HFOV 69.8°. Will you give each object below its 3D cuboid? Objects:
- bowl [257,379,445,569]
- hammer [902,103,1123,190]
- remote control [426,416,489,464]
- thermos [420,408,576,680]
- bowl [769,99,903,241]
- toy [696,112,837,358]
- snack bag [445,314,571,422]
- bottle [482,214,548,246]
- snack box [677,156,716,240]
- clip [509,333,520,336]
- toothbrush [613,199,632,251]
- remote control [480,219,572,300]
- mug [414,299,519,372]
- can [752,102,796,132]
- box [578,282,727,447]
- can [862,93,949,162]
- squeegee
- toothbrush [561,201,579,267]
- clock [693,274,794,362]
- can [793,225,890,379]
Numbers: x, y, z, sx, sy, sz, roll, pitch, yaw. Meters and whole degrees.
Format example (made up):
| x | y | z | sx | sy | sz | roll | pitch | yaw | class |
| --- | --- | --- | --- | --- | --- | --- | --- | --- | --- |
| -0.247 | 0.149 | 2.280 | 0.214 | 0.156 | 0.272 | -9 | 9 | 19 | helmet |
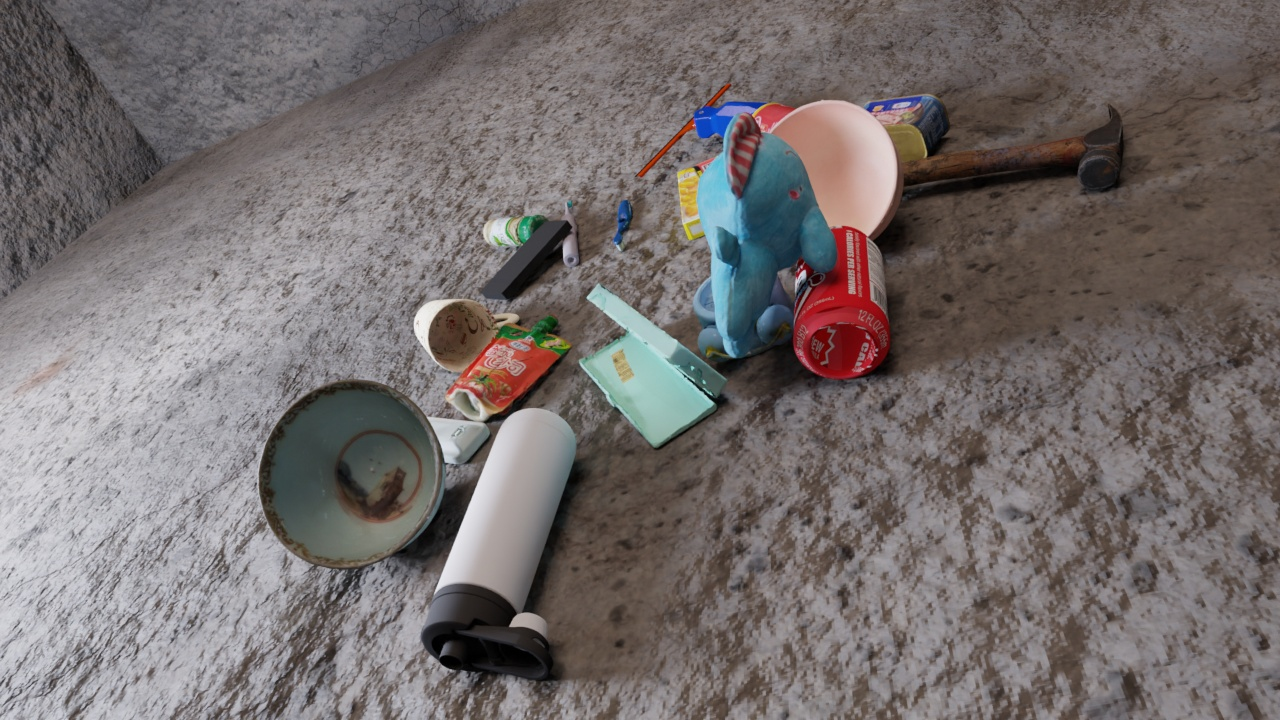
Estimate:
| x | y | z | sx | sy | sz | roll | pitch | yaw | class |
| --- | --- | --- | --- | --- | --- | --- | --- | --- | --- |
| -0.242 | 0.103 | 0.816 | 0.160 | 0.160 | 0.094 | -28 | -10 | -1 | bowl |
| 0.292 | -0.193 | 0.907 | 0.331 | 0.033 | 0.119 | -1 | 36 | 32 | hammer |
| -0.209 | 0.076 | 0.920 | 0.134 | 0.022 | 0.050 | 2 | 42 | 40 | remote control |
| -0.090 | 0.133 | 0.705 | 0.101 | 0.069 | 0.229 | -3 | 38 | 14 | thermos |
| 0.189 | -0.168 | 0.887 | 0.153 | 0.153 | 0.076 | -1 | -1 | 37 | bowl |
| 0.097 | -0.094 | 0.723 | 0.115 | 0.183 | 0.180 | 0 | 67 | 15 | toy |
| -0.132 | 0.001 | 0.959 | 0.087 | 0.044 | 0.154 | 17 | 45 | 25 | snack bag |
| -0.169 | -0.176 | 1.246 | 0.110 | 0.043 | 0.042 | 6 | 44 | 43 | bottle |
| 0.085 | -0.199 | 1.096 | 0.075 | 0.025 | 0.152 | -20 | 32 | 13 | snack box |
| -0.147 | -0.006 | 0.995 | 0.060 | 0.023 | 0.043 | -40 | 37 | -17 | clip |
| -0.022 | -0.171 | 1.152 | 0.021 | 0.016 | 0.132 | -18 | 29 | 15 | toothbrush |
| -0.144 | -0.128 | 1.161 | 0.058 | 0.013 | 0.133 | 10 | 54 | 52 | remote control |
| -0.198 | -0.040 | 1.051 | 0.121 | 0.081 | 0.097 | -17 | 18 | -25 | mug |
| 0.180 | -0.258 | 1.071 | 0.066 | 0.067 | 0.124 | -32 | 31 | -8 | can |
| -0.006 | 0.008 | 0.837 | 0.091 | 0.077 | 0.188 | -54 | 33 | 3 | box |
| 0.274 | -0.247 | 0.993 | 0.100 | 0.054 | 0.058 | 7 | 47 | 45 | can |
| 0.128 | -0.314 | 1.208 | 0.185 | 0.055 | 0.248 | 13 | 48 | 33 | squeegee |
| -0.093 | -0.171 | 1.201 | 0.019 | 0.018 | 0.187 | -25 | 31 | 9 | toothbrush |
| 0.094 | -0.040 | 0.828 | 0.089 | 0.052 | 0.124 | -19 | 35 | 14 | clock |
| 0.166 | -0.050 | 0.762 | 0.074 | 0.074 | 0.142 | -14 | 33 | 21 | can |
